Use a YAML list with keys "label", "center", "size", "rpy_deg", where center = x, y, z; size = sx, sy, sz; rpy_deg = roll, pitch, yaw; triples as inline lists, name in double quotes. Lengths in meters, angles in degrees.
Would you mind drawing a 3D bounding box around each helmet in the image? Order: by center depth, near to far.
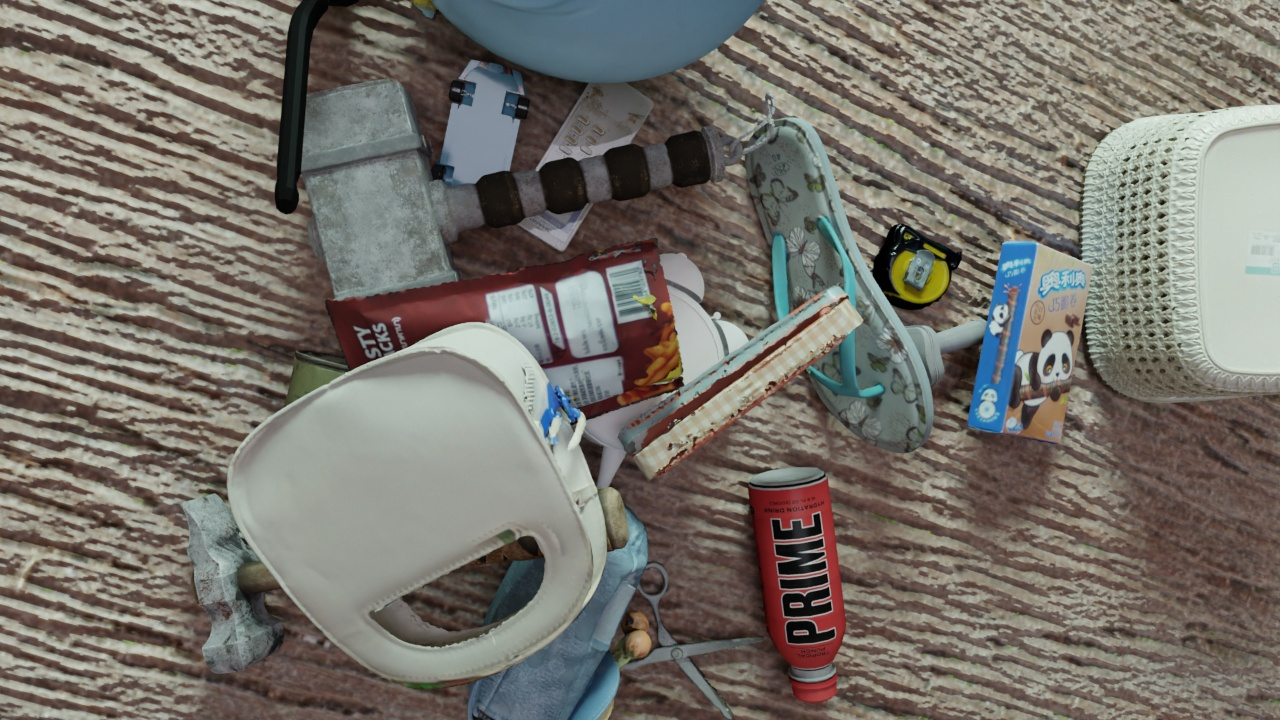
- label: "helmet"
  center: [-0.037, -0.275, 0.597]
  size: [0.265, 0.224, 0.167]
  rpy_deg: [27, 131, 7]

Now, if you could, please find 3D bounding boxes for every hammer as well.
- label: "hammer"
  center: [-0.163, 0.128, 0.613]
  size: [0.319, 0.049, 0.121]
  rpy_deg: [-12, 90, 14]
- label: "hammer"
  center: [-0.061, -0.117, 0.629]
  size: [0.326, 0.079, 0.177]
  rpy_deg: [-13, 100, -5]

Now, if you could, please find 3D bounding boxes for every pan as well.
- label: "pan"
  center: [-0.181, -0.251, 0.546]
  size: [0.044, 0.205, 0.355]
  rpy_deg: [4, 74, -20]

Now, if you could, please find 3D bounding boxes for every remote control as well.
- label: "remote control"
  center: [-0.045, -0.151, 0.694]
  size: [0.050, 0.011, 0.135]
  rpy_deg: [32, 87, -10]

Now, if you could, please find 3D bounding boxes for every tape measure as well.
- label: "tape measure"
  center: [0.219, -0.071, 0.734]
  size: [0.061, 0.034, 0.061]
  rpy_deg: [23, 90, -10]

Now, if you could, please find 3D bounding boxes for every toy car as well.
- label: "toy car"
  center: [-0.116, -0.160, 0.670]
  size: [0.060, 0.027, 0.108]
  rpy_deg: [13, 98, -6]

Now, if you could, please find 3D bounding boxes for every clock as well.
- label: "clock"
  center: [-0.004, 0.004, 0.686]
  size: [0.160, 0.073, 0.125]
  rpy_deg: [-38, 98, -14]

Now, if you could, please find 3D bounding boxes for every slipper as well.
- label: "slipper"
  center: [0.131, -0.048, 0.689]
  size: [0.054, 0.098, 0.268]
  rpy_deg: [-21, 88, -35]

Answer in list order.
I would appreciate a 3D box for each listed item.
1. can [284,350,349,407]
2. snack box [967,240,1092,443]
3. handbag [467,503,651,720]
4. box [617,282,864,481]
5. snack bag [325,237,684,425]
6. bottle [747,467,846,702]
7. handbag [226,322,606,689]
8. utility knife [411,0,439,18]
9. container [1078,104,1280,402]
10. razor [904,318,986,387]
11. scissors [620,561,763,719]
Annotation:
- label: "can"
  center: [-0.200, 0.039, 0.634]
  size: [0.090, 0.090, 0.074]
  rpy_deg: [13, 90, -11]
- label: "snack box"
  center: [0.314, -0.013, 0.738]
  size: [0.087, 0.034, 0.151]
  rpy_deg: [10, 91, -37]
- label: "handbag"
  center: [-0.050, 0.191, 0.657]
  size: [0.118, 0.122, 0.191]
  rpy_deg: [30, 82, -9]
- label: "box"
  center: [0.072, 0.019, 0.622]
  size: [0.187, 0.056, 0.059]
  rpy_deg: [-36, 131, 1]
- label: "snack bag"
  center: [-0.078, 0.000, 0.588]
  size: [0.208, 0.066, 0.139]
  rpy_deg: [-17, 122, -5]
- label: "bottle"
  center: [0.125, 0.176, 0.714]
  size: [0.062, 0.062, 0.176]
  rpy_deg: [-9, 94, -10]
- label: "handbag"
  center: [-0.117, 0.090, 0.550]
  size: [0.201, 0.093, 0.199]
  rpy_deg: [-26, 98, 8]
- label: "utility knife"
  center: [-0.134, -0.322, 0.669]
  size: [0.030, 0.017, 0.151]
  rpy_deg: [18, 92, -1]
- label: "container"
  center: [0.459, -0.083, 0.722]
  size: [0.184, 0.143, 0.246]
  rpy_deg: [-4, 93, 3]
- label: "razor"
  center: [0.234, -0.012, 0.728]
  size: [0.116, 0.088, 0.047]
  rpy_deg: [-15, 95, -29]
- label: "scissors"
  center: [0.011, 0.232, 0.721]
  size: [0.175, 0.014, 0.141]
  rpy_deg: [-19, 93, -7]
